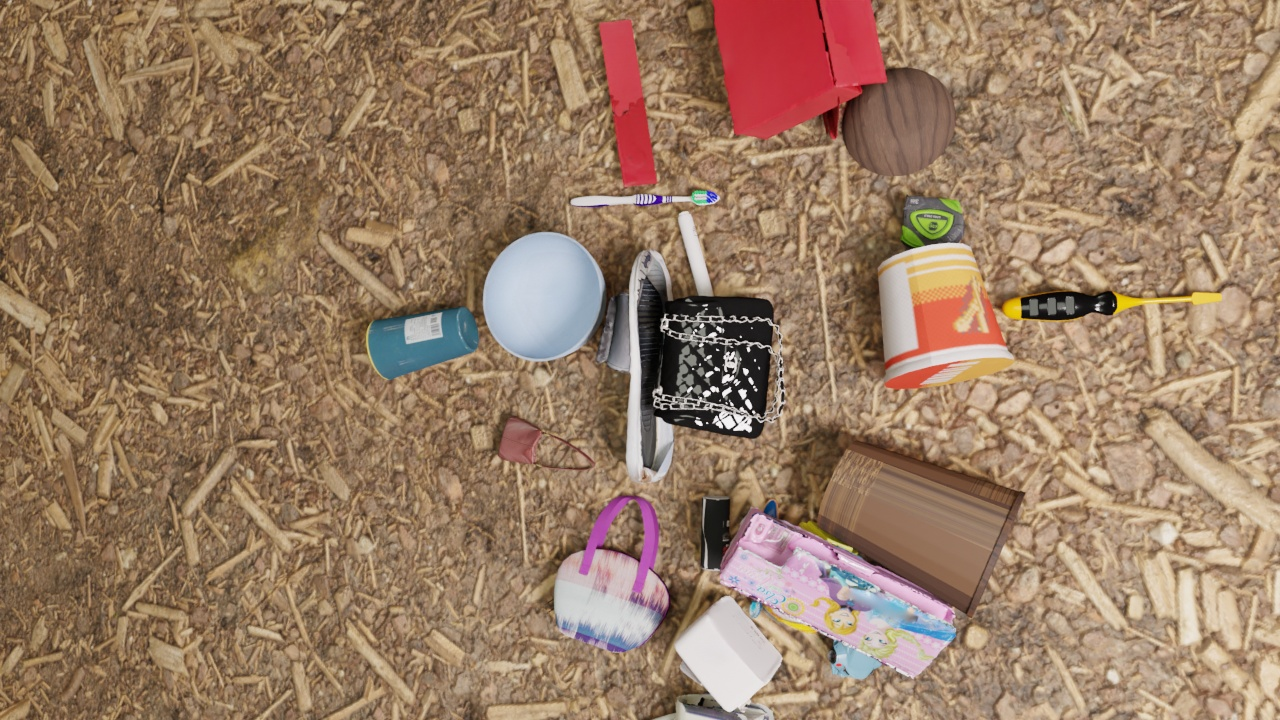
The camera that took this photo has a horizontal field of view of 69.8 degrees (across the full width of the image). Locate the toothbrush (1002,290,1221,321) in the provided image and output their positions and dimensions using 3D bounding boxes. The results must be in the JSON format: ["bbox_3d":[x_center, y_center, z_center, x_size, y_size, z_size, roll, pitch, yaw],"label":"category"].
[{"bbox_3d":[0.465,-0.057,0.912,0.197,0.030,0.031,-3,91,17],"label":"toothbrush"}]

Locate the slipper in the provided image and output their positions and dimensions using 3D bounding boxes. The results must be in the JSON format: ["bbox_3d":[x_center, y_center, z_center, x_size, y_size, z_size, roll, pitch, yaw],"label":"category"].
[{"bbox_3d":[-0.006,0.006,1.036,0.063,0.111,0.264,-3,91,25],"label":"slipper"}]

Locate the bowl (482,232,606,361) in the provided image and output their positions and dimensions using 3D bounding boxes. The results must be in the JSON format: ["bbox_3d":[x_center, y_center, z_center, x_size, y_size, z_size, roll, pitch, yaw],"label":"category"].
[{"bbox_3d":[-0.103,-0.071,1.086,0.151,0.074,0.150,-1,86,19],"label":"bowl"}]

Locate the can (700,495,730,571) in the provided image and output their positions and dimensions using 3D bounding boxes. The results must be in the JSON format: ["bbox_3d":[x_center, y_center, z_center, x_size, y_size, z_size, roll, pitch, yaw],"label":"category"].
[{"bbox_3d":[0.084,0.194,1.031,0.032,0.031,0.080,1,88,19],"label":"can"}]

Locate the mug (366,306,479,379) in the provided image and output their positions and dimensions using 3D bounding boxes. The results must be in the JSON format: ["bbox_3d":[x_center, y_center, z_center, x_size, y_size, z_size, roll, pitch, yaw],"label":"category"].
[{"bbox_3d":[-0.268,-0.026,1.145,0.121,0.078,0.078,-13,83,14],"label":"mug"}]

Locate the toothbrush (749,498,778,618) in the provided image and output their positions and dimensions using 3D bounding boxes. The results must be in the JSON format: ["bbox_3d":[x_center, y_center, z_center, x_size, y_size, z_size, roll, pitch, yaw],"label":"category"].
[{"bbox_3d":[0.136,0.221,1.019,0.021,0.017,0.135,9,91,17],"label":"toothbrush"}]

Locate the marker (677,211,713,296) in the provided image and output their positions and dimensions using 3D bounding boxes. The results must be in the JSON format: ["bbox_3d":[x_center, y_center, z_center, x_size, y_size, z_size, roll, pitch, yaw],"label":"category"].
[{"bbox_3d":[0.066,-0.110,1.058,0.017,0.020,0.133,-18,82,21],"label":"marker"}]

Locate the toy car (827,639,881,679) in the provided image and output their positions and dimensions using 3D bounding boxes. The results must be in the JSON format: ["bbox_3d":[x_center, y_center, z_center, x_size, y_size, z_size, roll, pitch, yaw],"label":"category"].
[{"bbox_3d":[0.234,0.282,0.961,0.060,0.027,0.107,10,90,-20],"label":"toy car"}]

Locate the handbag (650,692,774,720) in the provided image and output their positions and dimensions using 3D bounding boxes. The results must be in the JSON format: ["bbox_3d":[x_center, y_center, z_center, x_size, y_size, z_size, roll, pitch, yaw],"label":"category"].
[{"bbox_3d":[0.065,0.444,1.017,0.176,0.073,0.151,-3,85,38],"label":"handbag"}]

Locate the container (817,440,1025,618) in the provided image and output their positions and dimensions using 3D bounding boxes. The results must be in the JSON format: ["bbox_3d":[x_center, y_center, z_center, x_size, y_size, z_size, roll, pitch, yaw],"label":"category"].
[{"bbox_3d":[0.276,0.158,0.921,0.167,0.132,0.132,23,95,25],"label":"container"}]

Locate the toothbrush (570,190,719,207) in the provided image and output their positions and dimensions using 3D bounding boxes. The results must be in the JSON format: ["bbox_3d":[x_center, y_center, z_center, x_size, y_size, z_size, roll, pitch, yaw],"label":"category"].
[{"bbox_3d":[0.002,-0.190,1.086,0.187,0.016,0.015,2,88,19],"label":"toothbrush"}]

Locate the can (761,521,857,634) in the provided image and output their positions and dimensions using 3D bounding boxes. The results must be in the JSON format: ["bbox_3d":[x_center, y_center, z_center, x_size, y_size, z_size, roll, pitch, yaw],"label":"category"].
[{"bbox_3d":[0.180,0.231,0.977,0.068,0.067,0.105,26,96,18],"label":"can"}]

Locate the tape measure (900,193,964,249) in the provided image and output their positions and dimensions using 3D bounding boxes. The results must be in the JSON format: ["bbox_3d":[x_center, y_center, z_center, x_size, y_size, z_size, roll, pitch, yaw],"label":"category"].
[{"bbox_3d":[0.308,-0.141,0.968,0.066,0.036,0.058,12,82,23],"label":"tape measure"}]

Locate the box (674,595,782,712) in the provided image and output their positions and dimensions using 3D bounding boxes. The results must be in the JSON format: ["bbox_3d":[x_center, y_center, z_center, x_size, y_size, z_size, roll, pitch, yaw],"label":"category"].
[{"bbox_3d":[0.081,0.329,0.987,0.102,0.107,0.102,-45,75,15],"label":"box"}]

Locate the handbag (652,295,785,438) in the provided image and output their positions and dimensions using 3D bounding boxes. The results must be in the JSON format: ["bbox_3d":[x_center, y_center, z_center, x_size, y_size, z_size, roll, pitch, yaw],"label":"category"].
[{"bbox_3d":[0.081,0.005,0.982,0.125,0.115,0.153,6,92,-11],"label":"handbag"}]

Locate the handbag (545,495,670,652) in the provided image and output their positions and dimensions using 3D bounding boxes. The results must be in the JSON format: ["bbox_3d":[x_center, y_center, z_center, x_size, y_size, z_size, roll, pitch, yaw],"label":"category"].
[{"bbox_3d":[-0.028,0.239,1.057,0.145,0.068,0.170,14,85,19],"label":"handbag"}]

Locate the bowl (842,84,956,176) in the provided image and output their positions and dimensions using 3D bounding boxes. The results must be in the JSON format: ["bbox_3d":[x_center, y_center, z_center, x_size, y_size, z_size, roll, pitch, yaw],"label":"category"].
[{"bbox_3d":[0.276,-0.260,0.985,0.119,0.032,0.119,-1,87,19],"label":"bowl"}]

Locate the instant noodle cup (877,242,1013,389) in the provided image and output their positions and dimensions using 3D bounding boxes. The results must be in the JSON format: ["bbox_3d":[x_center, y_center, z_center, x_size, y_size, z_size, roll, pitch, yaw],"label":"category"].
[{"bbox_3d":[0.298,-0.045,0.927,0.124,0.123,0.121,-12,76,18],"label":"instant noodle cup"}]

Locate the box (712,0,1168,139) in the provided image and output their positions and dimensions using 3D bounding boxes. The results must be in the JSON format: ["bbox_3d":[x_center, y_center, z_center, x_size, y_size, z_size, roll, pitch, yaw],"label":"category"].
[{"bbox_3d":[0.274,-0.373,0.903,0.426,0.128,0.212,-12,82,16],"label":"box"}]

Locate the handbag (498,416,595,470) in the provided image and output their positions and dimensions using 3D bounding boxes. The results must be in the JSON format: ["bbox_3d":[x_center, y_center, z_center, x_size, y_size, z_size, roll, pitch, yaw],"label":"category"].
[{"bbox_3d":[-0.111,0.109,1.109,0.120,0.029,0.055,16,95,14],"label":"handbag"}]

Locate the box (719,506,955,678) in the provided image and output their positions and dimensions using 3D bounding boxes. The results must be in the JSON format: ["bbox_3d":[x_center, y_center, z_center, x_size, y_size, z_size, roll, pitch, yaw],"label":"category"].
[{"bbox_3d":[0.196,0.235,0.909,0.230,0.063,0.084,27,95,-1],"label":"box"}]
